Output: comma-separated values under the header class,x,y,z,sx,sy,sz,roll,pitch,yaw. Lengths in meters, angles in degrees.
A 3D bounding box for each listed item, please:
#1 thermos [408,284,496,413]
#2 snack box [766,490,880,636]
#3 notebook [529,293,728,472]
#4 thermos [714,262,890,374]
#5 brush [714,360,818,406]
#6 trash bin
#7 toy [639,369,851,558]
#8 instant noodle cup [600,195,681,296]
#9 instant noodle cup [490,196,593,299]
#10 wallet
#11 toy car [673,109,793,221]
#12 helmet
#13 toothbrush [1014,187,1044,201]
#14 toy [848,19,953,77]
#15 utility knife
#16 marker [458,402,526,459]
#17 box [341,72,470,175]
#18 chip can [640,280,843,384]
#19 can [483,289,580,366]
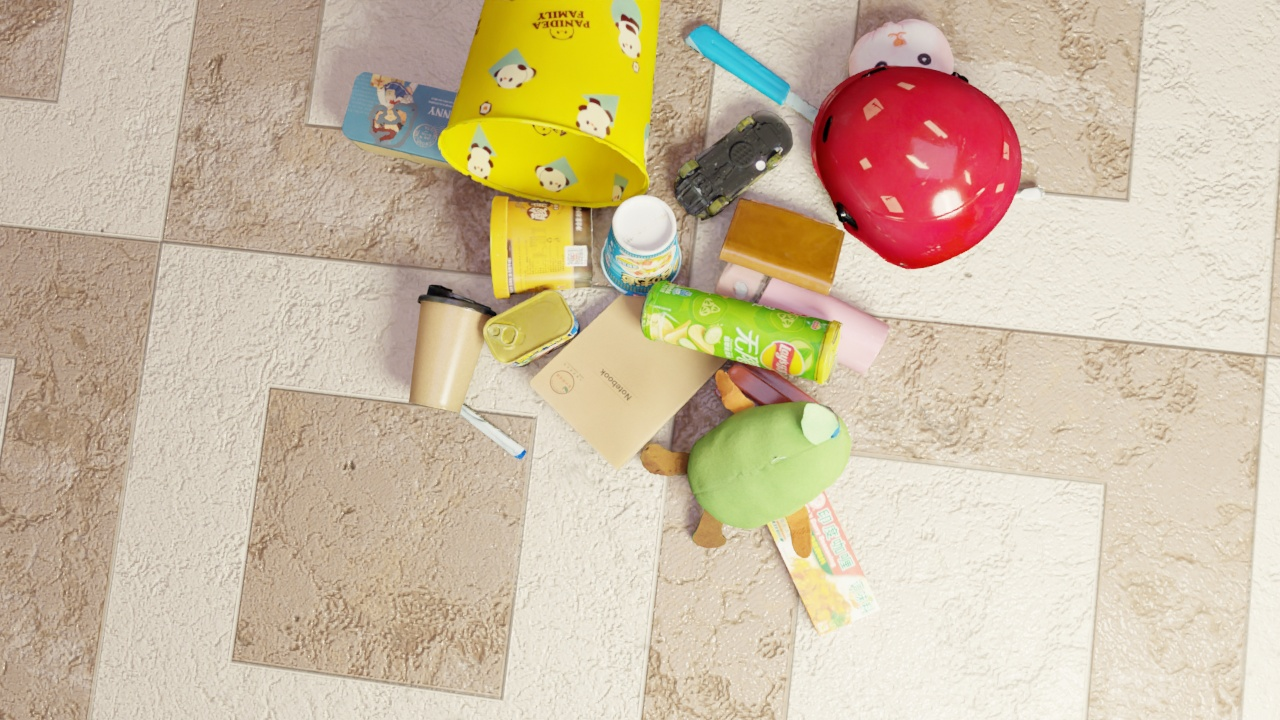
class,x,y,z,sx,sy,sz,roll,pitch,yaw
thermos,-0.225,-0.014,1.070,0.093,0.093,0.143,12,85,5
snack box,0.206,0.229,1.057,0.077,0.027,0.155,-25,85,2
notebook,-0.006,0.006,1.076,0.148,0.008,0.207,44,77,7
thermos,0.180,-0.049,1.065,0.198,0.067,0.087,26,117,5
brush,0.160,0.053,1.052,0.146,0.069,0.063,35,90,6
trash bin,-0.085,-0.329,1.011,0.230,0.230,0.255,8,80,4
toy,0.127,0.117,1.011,0.247,0.089,0.227,-28,91,34
instant noodle cup,0.003,-0.135,1.049,0.099,0.110,0.099,1,76,-2
instant noodle cup,-0.113,-0.131,1.066,0.114,0.118,0.118,0,86,-3
wallet,0.166,-0.140,1.053,0.131,0.035,0.118,19,50,4
toy car,0.111,-0.231,1.090,0.158,0.042,0.070,-37,84,1
helmet,0.306,-0.221,1.000,0.240,0.144,0.207,41,96,-4
toothbrush,0.382,-0.186,1.083,0.180,0.016,0.016,-7,82,6
toy,0.311,-0.320,1.080,0.121,0.054,0.159,-11,93,3
utility knife,0.149,-0.336,1.106,0.218,0.018,0.034,37,87,7
marker,-0.198,0.071,1.102,0.146,0.017,0.017,36,89,6
box,-0.261,-0.283,1.112,0.184,0.061,0.089,12,87,6
chip can,0.109,-0.034,1.023,0.221,0.072,0.072,15,87,18
can,-0.123,-0.035,1.071,0.102,0.083,0.057,-27,84,2
